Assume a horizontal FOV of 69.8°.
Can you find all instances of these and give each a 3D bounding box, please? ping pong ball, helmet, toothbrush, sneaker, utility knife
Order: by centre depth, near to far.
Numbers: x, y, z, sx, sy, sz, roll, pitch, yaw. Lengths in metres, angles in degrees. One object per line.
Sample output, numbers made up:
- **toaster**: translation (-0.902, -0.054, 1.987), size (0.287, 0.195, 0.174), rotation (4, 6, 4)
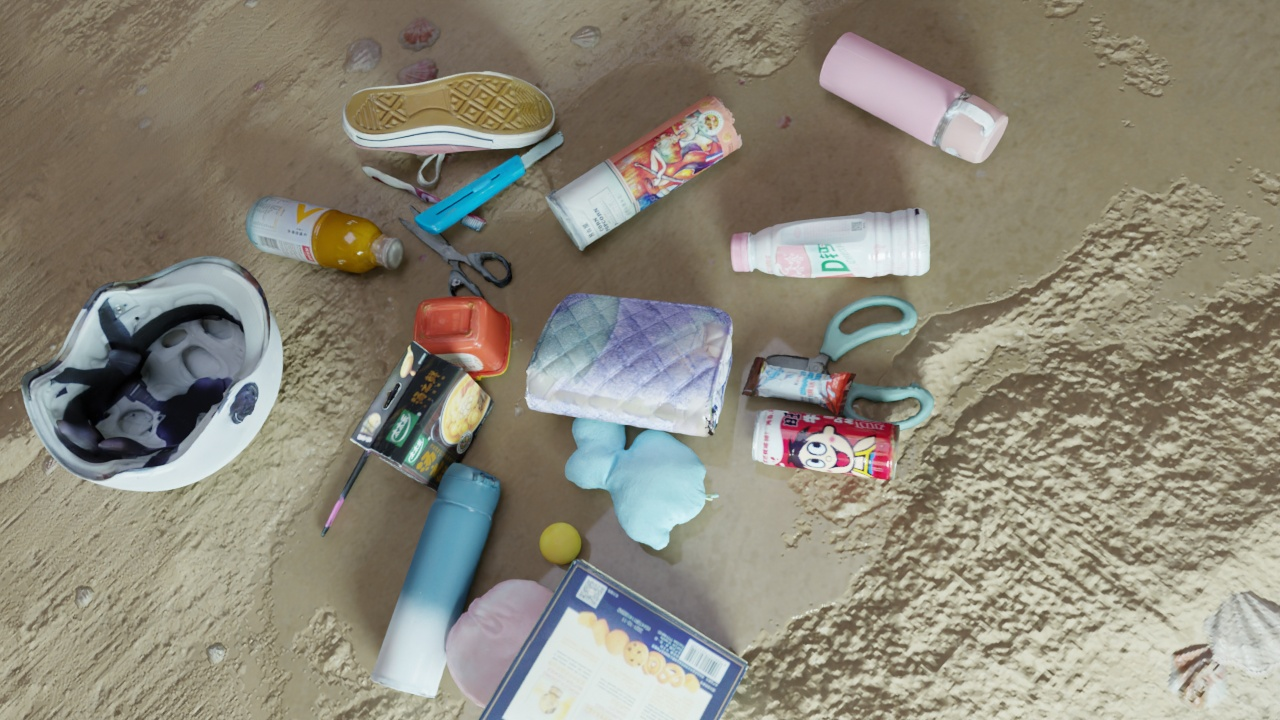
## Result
- **ping pong ball**: translation (-0.078, 0.178, 0.890), size (0.040, 0.040, 0.040), rotation (-4, 68, 10)
- **helmet**: translation (-0.486, 0.028, 0.977), size (0.229, 0.146, 0.258), rotation (27, 68, 19)
- **toothbrush**: translation (-0.291, 0.102, 0.979), size (0.018, 0.014, 0.189), rotation (22, 75, 6)
- **utility knife**: translation (-0.169, -0.209, 1.066), size (0.204, 0.018, 0.034), rotation (-37, 63, -15)
- **sneaker**: translation (-0.224, -0.276, 1.077), size (0.240, 0.088, 0.118), rotation (-8, 78, -15)
- **toothbrush**: translation (-0.260, -0.193, 1.089), size (0.188, 0.016, 0.017), rotation (26, 85, 19)

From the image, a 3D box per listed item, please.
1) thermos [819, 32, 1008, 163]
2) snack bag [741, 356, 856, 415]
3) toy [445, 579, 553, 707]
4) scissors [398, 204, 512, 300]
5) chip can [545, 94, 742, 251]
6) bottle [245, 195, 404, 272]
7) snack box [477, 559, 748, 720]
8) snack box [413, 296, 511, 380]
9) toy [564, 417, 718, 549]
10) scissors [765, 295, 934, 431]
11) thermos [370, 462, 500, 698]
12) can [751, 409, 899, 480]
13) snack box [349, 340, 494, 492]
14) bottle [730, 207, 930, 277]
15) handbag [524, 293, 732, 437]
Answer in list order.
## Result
- **thermos**: translation (0.287, -0.281, 0.972), size (0.198, 0.087, 0.067), rotation (38, 98, 23)
- **snack bag**: translation (0.154, 0.024, 0.896), size (0.104, 0.026, 0.048), rotation (14, 70, 21)
- **toy**: translation (-0.100, 0.280, 0.848), size (0.159, 0.054, 0.121), rotation (40, 81, 11)
- **scissors**: translation (-0.224, -0.118, 1.052), size (0.171, 0.014, 0.150), rotation (3, 68, 13)
- **chip can**: translation (0.005, -0.208, 1.010), size (0.214, 0.071, 0.071), rotation (-33, 66, -3)
- **bottle**: translation (-0.363, -0.142, 1.060), size (0.190, 0.068, 0.068), rotation (15, 72, 16)
- **snack box**: translation (-0.028, 0.297, 0.802), size (0.178, 0.046, 0.182), rotation (32, 77, 2)
- **snack box**: translation (-0.191, -0.025, 0.972), size (0.091, 0.080, 0.082), rotation (-3, 69, 10)
- **toy**: translation (0.000, 0.108, 0.897), size (0.156, 0.050, 0.161), rotation (-1, 57, 15)
- **scissors**: translation (0.212, -0.008, 0.916), size (0.175, 0.019, 0.175), rotation (14, 74, 20)
- **thermos**: translation (-0.194, 0.209, 0.891), size (0.070, 0.070, 0.220), rotation (11, 70, 15)
- **can**: translation (0.175, 0.079, 0.870), size (0.133, 0.053, 0.053), rotation (6, 70, 14)
- **snack box**: translation (-0.212, 0.060, 0.917), size (0.053, 0.126, 0.113), rotation (24, 75, 19)
- **bottle**: translation (0.192, -0.117, 0.939), size (0.197, 0.068, 0.068), rotation (-1, 68, 15)
- **handbag**: translation (-0.005, 0.005, 0.918), size (0.194, 0.076, 0.133), rotation (8, 50, 16)
